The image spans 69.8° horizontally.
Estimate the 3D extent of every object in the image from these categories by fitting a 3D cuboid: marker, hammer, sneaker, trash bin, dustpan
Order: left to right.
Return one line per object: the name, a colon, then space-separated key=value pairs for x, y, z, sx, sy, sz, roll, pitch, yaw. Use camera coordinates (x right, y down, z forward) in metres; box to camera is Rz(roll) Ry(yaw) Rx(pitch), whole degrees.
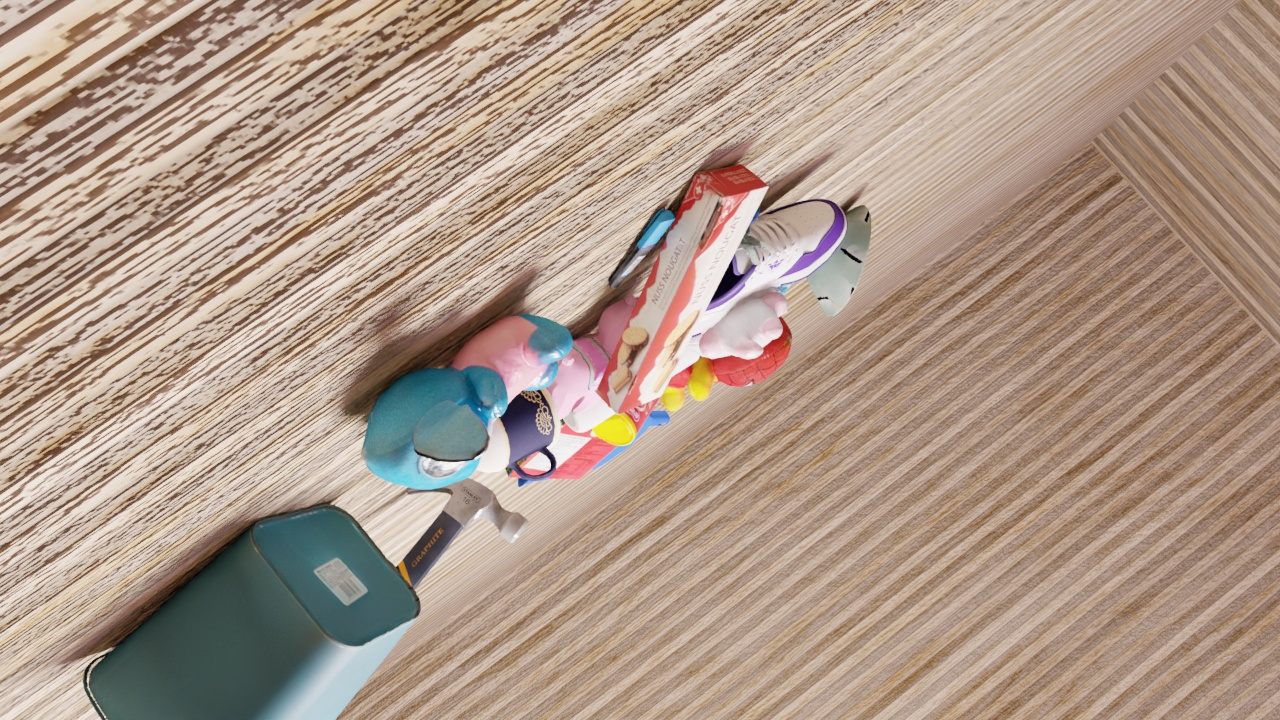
trash bin: x=-0.352 y=0.271 z=0.876 sx=0.219 sy=0.196 sz=0.199 roll=-46 pitch=169 yaw=11
hammer: x=-0.277 y=0.268 z=1.058 sx=0.311 sy=0.139 sz=0.035 roll=-53 pitch=177 yaw=-24
dustpan: x=-0.039 y=0.115 z=1.469 sx=0.257 sy=0.059 sz=0.246 roll=3 pitch=145 yaw=-46
marker: x=-0.002 y=-0.102 z=0.850 sx=0.018 sy=0.015 sz=0.123 roll=-23 pitch=166 yaw=-35
sneaker: x=0.118 y=-0.119 z=0.989 sx=0.244 sy=0.092 sz=0.111 roll=-33 pitch=164 yaw=-7

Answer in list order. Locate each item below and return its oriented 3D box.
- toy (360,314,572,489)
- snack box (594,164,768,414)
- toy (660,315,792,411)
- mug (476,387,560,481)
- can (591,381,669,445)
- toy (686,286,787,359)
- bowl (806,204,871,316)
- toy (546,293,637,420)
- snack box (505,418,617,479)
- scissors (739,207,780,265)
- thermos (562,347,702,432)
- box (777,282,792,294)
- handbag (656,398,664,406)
toy: x=-0.138 y=0.032 z=0.748 sx=0.191 sy=0.099 sz=0.224 roll=-39 pitch=-175 yaw=-23
snack box: x=0.035 y=-0.060 z=0.884 sx=0.076 sy=0.044 sz=0.274 roll=-22 pitch=148 yaw=-45
toy: x=0.116 y=-0.008 z=1.278 sx=0.217 sy=0.099 sz=0.147 roll=-22 pitch=-153 yaw=42
mug: x=-0.136 y=0.078 z=0.925 sx=0.089 sy=0.112 sz=0.086 roll=-25 pitch=170 yaw=-40
can: x=-0.013 y=0.051 z=1.229 sx=0.124 sy=0.066 sz=0.067 roll=-55 pitch=-176 yaw=-41
toy: x=0.112 y=-0.049 z=1.082 sx=0.139 sy=0.101 sz=0.179 roll=-31 pitch=-156 yaw=-3
bowl: x=0.272 y=-0.155 z=1.356 sx=0.174 sy=0.068 sz=0.174 roll=-168 pitch=-89 yaw=-79
toy: x=-0.054 y=-0.003 z=0.972 sx=0.158 sy=0.067 sz=0.123 roll=-48 pitch=164 yaw=29
snack box: x=-0.097 y=0.112 z=1.281 sx=0.145 sy=0.040 sz=0.142 roll=-43 pitch=148 yaw=27
scissors: x=0.108 y=-0.127 z=0.896 sx=0.083 sy=0.016 sz=0.135 roll=-35 pitch=-149 yaw=-11
thermos: x=-0.007 y=0.007 z=1.177 sx=0.229 sy=0.068 sz=0.101 roll=-31 pitch=-166 yaw=-21
box: x=0.185 y=-0.107 z=1.328 sx=0.175 sy=0.060 sz=0.244 roll=-32 pitch=169 yaw=-28
handbag: x=0.029 y=0.035 z=1.368 sx=0.195 sy=0.043 sz=0.094 roll=-19 pitch=134 yaw=-66
